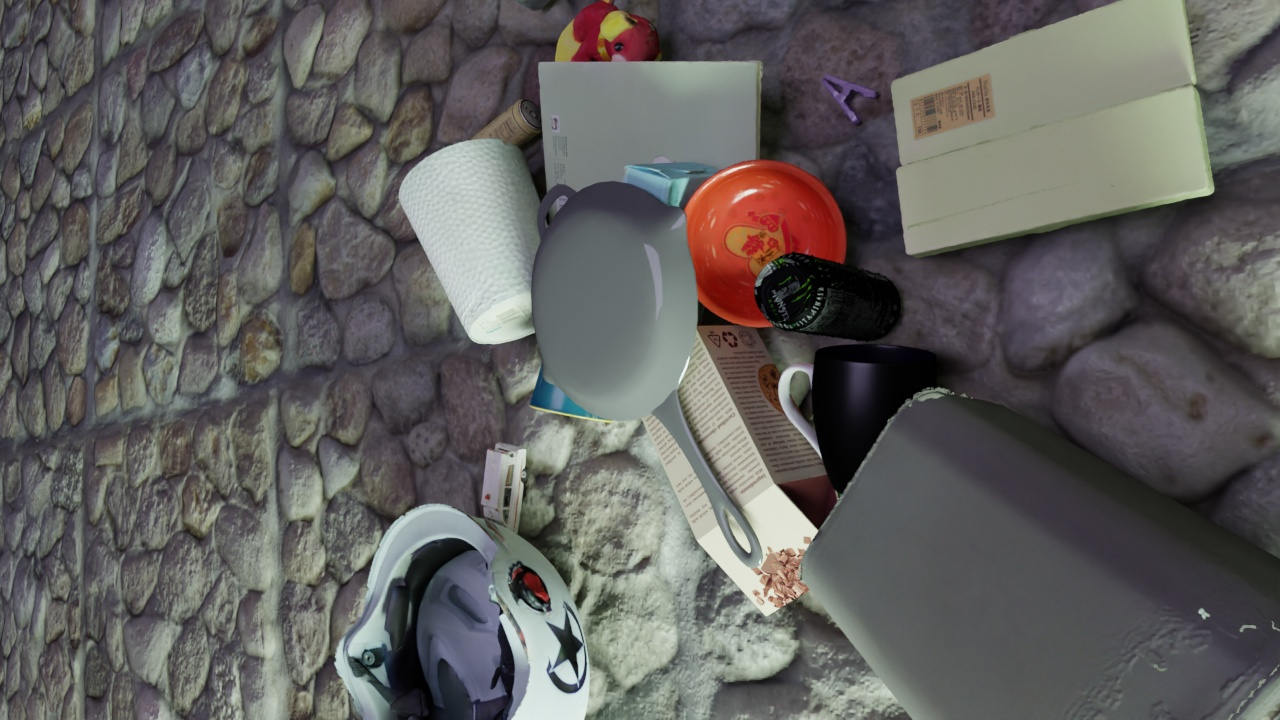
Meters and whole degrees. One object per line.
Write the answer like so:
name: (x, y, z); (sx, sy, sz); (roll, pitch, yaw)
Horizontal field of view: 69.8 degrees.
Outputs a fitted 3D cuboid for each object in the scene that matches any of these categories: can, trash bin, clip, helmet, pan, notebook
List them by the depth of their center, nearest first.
trash bin: (0.234, 0.143, 0.526); (0.220, 0.197, 0.198); (43, 113, 41)
can: (0.134, -0.043, 0.647); (0.054, 0.137, 0.054); (-3, 86, 39)
pan: (-0.004, 0.005, 0.717); (0.217, 0.024, 0.354); (-47, 64, 38)
clip: (0.162, -0.204, 0.720); (0.050, 0.014, 0.046); (15, 98, 36)
notebook: (0.001, -0.171, 0.813); (0.253, 0.010, 0.182); (15, 115, 40)
helmet: (-0.143, 0.266, 0.836); (0.237, 0.163, 0.263); (-33, 60, 28)
trash bin: (-0.146, -0.111, 0.897); (0.134, 0.133, 0.161); (-35, 70, 32)
can: (-0.139, -0.236, 0.954); (0.080, 0.038, 0.038); (-26, 70, 35)

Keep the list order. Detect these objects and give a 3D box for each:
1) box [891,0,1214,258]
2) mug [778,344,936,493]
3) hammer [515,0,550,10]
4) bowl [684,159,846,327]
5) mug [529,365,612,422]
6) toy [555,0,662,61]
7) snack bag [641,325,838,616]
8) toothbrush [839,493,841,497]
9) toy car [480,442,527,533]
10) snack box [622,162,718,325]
box: (0.256, -0.150, 0.597); (0.188, 0.024, 0.137); (-8, 79, 39)
mug: (0.152, 0.042, 0.663); (0.119, 0.084, 0.100); (8, 103, 41)
hammer: (-0.024, -0.481, 0.878); (0.324, 0.051, 0.117); (-31, 67, 31)
bowl: (0.095, -0.094, 0.721); (0.130, 0.045, 0.131); (3, 109, 9)
mug: (-0.052, -0.009, 0.844); (0.078, 0.078, 0.121); (9, 87, 40)
toy: (-0.032, -0.296, 0.862); (0.137, 0.067, 0.105); (15, 98, 52)
snack bag: (0.082, 0.084, 0.714); (0.095, 0.069, 0.206); (-46, 59, 40)
toothbrush: (0.153, 0.110, 0.698); (0.017, 0.016, 0.189); (-12, 78, 43)
toy car: (-0.141, 0.141, 0.923); (0.039, 0.039, 0.113); (9, 92, 39)
snack box: (0.018, -0.076, 0.762); (0.053, 0.074, 0.175); (26, 117, 35)
